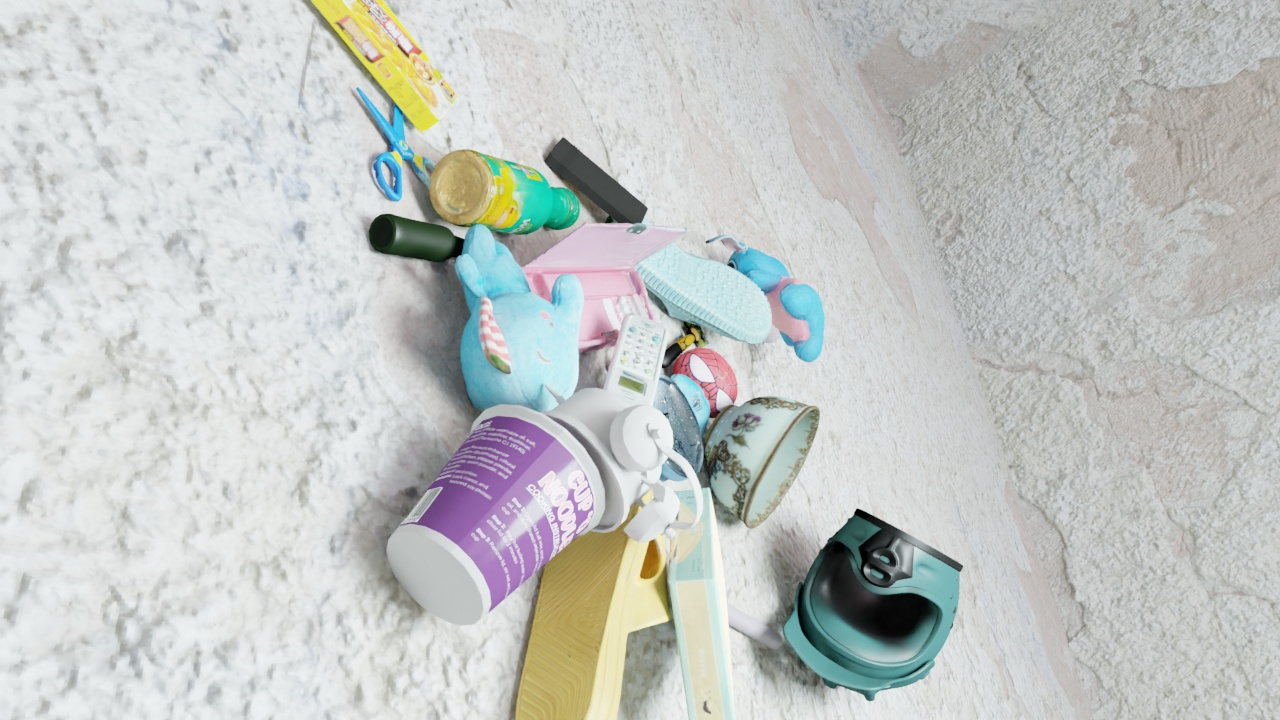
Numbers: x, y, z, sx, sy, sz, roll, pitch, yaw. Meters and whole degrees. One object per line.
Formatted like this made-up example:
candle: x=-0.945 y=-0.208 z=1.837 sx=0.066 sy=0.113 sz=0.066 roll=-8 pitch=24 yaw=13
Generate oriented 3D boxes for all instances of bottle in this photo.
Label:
bottle: x=-0.178 y=-0.101 z=0.790 sx=0.122 sy=0.033 sz=0.033 roll=3 pitch=66 yaw=-60
bottle: x=-0.121 y=-0.157 z=0.894 sx=0.068 sy=0.068 sz=0.209 roll=68 pitch=21 yaw=5

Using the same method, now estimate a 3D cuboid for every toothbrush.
toothbrush: x=0.097 y=0.273 z=0.980 sx=0.188 sy=0.018 sz=0.019 roll=39 pitch=35 yaw=-40

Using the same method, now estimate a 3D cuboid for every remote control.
remote control: x=-0.005 y=0.005 z=0.910 sx=0.050 sy=0.022 sz=0.133 roll=22 pitch=42 yaw=-7
remote control: x=-0.050 y=-0.206 z=1.079 sx=0.133 sy=0.013 sz=0.058 roll=39 pitch=34 yaw=-13

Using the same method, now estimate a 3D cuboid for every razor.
razor: x=0.051 y=-0.019 z=1.138 sx=0.044 sy=0.021 sz=0.143 roll=62 pitch=30 yaw=-6

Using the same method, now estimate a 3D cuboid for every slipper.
slipper: x=-0.029 y=0.204 z=0.734 sx=0.078 sy=0.100 sz=0.262 roll=49 pitch=35 yaw=-31
slipper: x=0.056 y=-0.094 z=1.160 sx=0.276 sy=0.070 sz=0.115 roll=29 pitch=42 yaw=-26

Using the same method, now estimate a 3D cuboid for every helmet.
helmet: x=0.265 y=0.292 z=1.066 sx=0.176 sy=0.200 sz=0.274 roll=28 pitch=-3 yaw=25

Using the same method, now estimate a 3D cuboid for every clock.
clock: x=-0.022 y=0.081 z=0.695 sx=0.060 sy=0.159 sz=0.120 roll=-37 pitch=133 yaw=-37
clock: x=0.005 y=0.075 z=0.935 sx=0.161 sy=0.060 sz=0.118 roll=-3 pitch=70 yaw=-60

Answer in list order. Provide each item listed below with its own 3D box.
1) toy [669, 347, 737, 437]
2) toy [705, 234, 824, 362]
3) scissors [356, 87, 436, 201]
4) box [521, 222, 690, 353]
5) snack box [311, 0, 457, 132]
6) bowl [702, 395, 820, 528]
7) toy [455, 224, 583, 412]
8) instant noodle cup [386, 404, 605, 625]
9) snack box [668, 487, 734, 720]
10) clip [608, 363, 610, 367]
toy: x=0.070 y=0.036 z=1.084 sx=0.092 sy=0.062 sz=0.132 roll=53 pitch=41 yaw=-12
toy: x=0.182 y=-0.095 z=1.294 sx=0.191 sy=0.099 sz=0.224 roll=45 pitch=-8 yaw=48
scissors: x=-0.209 y=-0.187 z=0.824 sx=0.123 sy=0.016 sz=0.125 roll=33 pitch=40 yaw=-52
box: x=-0.021 y=-0.076 z=0.952 sx=0.232 sy=0.116 sz=0.106 roll=-10 pitch=77 yaw=-61
snack box: x=-0.233 y=-0.288 z=0.842 sx=0.152 sy=0.025 sz=0.075 roll=51 pitch=23 yaw=-25
bowl: x=0.129 y=0.104 z=1.069 sx=0.094 sy=0.160 sz=0.159 roll=30 pitch=17 yaw=23
toy: x=-0.101 y=-0.035 z=0.786 sx=0.183 sy=0.115 sz=0.180 roll=50 pitch=25 yaw=-66
instant noodle cup: x=-0.111 y=0.120 z=0.657 sx=0.122 sy=0.137 sz=0.121 roll=39 pitch=44 yaw=4
snack box: x=0.055 y=0.215 z=0.815 sx=0.193 sy=0.044 sz=0.141 roll=-81 pitch=164 yaw=-76
clip: x=-0.016 y=0.016 z=0.996 sx=0.060 sy=0.045 sz=0.023 roll=83 pitch=3 yaw=-61
